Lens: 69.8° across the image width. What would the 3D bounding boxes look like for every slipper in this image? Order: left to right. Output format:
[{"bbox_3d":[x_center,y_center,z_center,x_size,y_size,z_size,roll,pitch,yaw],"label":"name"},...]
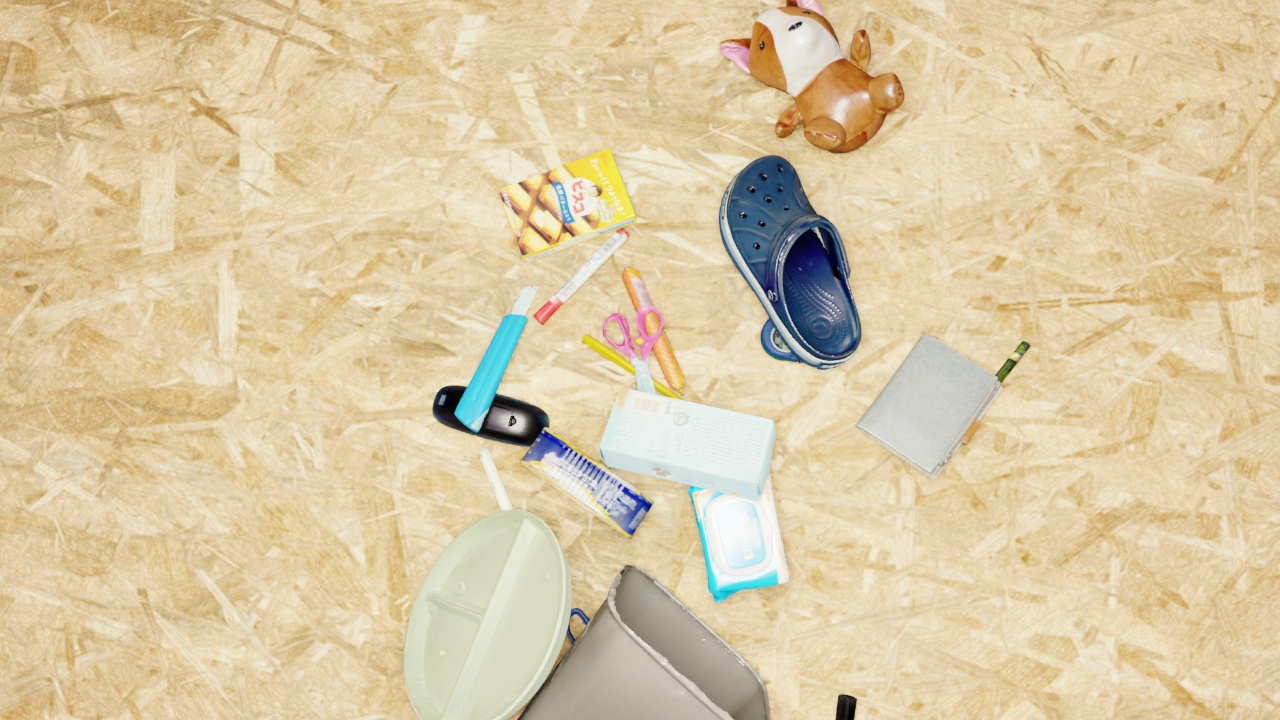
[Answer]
[{"bbox_3d":[0.165,-0.112,0.990,0.105,0.095,0.252,-16,76,-17],"label":"slipper"}]

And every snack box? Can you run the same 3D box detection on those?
[{"bbox_3d":[-0.084,-0.178,1.059,0.140,0.034,0.087,-20,82,-1],"label":"snack box"},{"bbox_3d":[0.050,0.087,0.963,0.175,0.052,0.074,11,62,15],"label":"snack box"}]

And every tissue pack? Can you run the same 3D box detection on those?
[{"bbox_3d":[0.104,0.181,0.982,0.090,0.063,0.140,-11,82,2],"label":"tissue pack"}]

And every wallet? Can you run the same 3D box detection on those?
[{"bbox_3d":[0.317,0.051,1.001,0.106,0.037,0.129,36,85,18],"label":"wallet"}]

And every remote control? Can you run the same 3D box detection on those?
[{"bbox_3d":[-0.170,0.062,1.034,0.136,0.024,0.053,14,82,5],"label":"remote control"}]

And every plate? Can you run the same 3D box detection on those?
[{"bbox_3d":[-0.157,0.265,0.939,0.231,0.027,0.229,-23,49,30],"label":"plate"}]

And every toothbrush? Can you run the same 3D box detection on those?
[{"bbox_3d":[-0.142,0.185,1.019,0.020,0.029,0.189,-14,77,-41],"label":"toothbrush"},{"bbox_3d":[0.012,0.028,1.033,0.190,0.015,0.016,34,92,7],"label":"toothbrush"},{"bbox_3d":[0.371,0.053,1.007,0.185,0.012,0.017,-50,43,-4],"label":"toothbrush"}]

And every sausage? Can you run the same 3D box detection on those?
[{"bbox_3d":[0.015,-0.036,1.038,0.021,0.021,0.165,-23,81,0],"label":"sausage"}]

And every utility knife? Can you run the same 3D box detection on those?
[{"bbox_3d":[-0.159,-0.008,1.034,0.034,0.018,0.185,19,71,11],"label":"utility knife"}]

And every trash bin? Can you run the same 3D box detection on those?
[{"bbox_3d":[-0.017,0.353,0.899,0.198,0.199,0.220,42,95,5],"label":"trash bin"}]

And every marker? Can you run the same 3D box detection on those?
[{"bbox_3d":[-0.067,-0.097,1.054,0.017,0.017,0.145,44,87,8],"label":"marker"},{"bbox_3d":[0.211,0.420,0.965,0.022,0.020,0.132,7,83,15],"label":"marker"}]

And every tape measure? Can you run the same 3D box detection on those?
[{"bbox_3d":[0.162,-0.027,1.026,0.054,0.025,0.058,8,75,6],"label":"tape measure"}]

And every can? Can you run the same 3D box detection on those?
[{"bbox_3d":[-0.058,0.132,0.993,0.148,0.074,0.049,33,82,8],"label":"can"}]

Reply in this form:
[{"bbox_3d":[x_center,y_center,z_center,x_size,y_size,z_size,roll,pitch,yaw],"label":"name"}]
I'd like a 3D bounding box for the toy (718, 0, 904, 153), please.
[{"bbox_3d":[0.189,-0.324,1.024,0.140,0.130,0.199,-34,72,4],"label":"toy"}]

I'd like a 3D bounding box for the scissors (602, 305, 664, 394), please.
[{"bbox_3d":[-0.009,0.008,1.021,0.077,0.017,0.137,-2,89,5],"label":"scissors"}]

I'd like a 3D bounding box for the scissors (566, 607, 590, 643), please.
[{"bbox_3d":[-0.014,0.324,0.996,0.162,0.012,0.176,28,86,5],"label":"scissors"}]
